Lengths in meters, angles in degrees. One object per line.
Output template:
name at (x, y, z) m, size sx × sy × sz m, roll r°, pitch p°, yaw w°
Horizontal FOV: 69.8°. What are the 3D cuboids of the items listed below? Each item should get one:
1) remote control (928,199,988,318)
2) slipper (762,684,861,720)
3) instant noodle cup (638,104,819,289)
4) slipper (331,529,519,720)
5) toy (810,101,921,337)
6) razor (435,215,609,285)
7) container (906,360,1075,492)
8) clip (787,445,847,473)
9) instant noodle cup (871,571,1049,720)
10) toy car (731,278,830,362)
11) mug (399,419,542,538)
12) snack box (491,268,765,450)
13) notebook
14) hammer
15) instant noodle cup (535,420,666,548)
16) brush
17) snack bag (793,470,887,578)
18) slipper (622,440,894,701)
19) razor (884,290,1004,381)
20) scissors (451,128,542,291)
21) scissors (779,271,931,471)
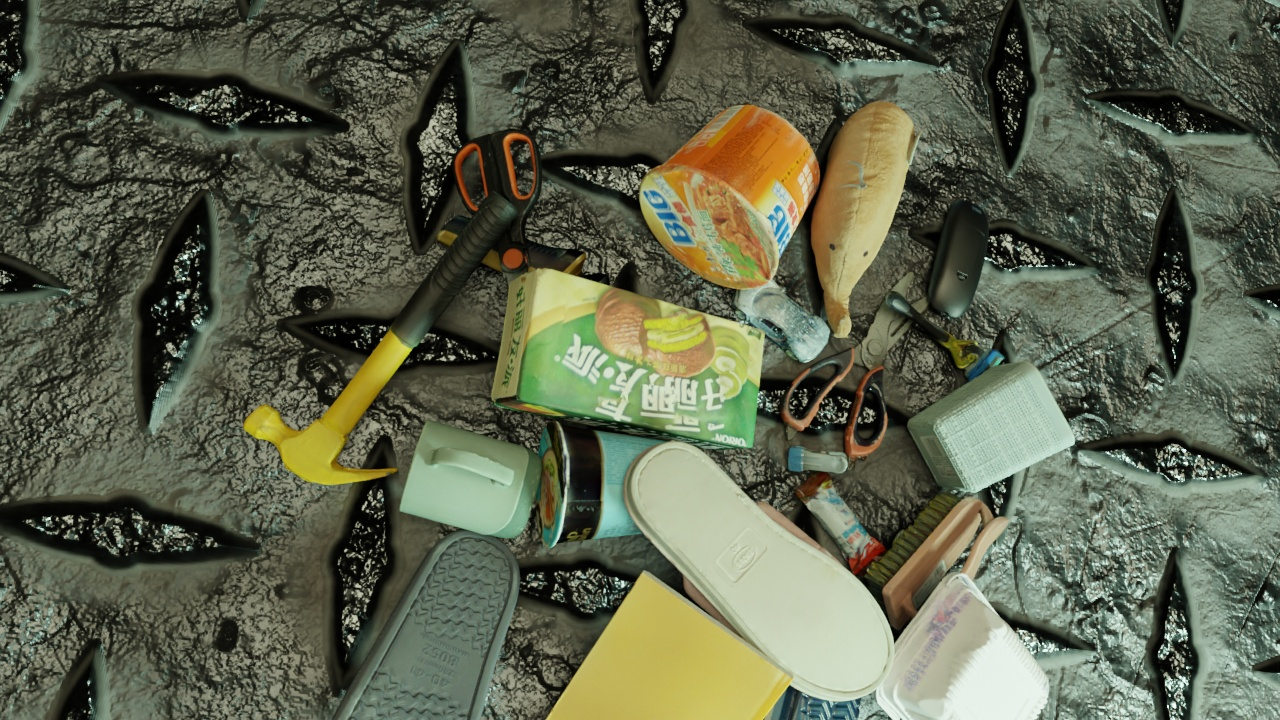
remote control at (0.333, -0.109, 0.949) m, size 0.053 × 0.024 × 0.136 m, roll 22°, pitch 71°, yaw -10°
slipper at (0.118, 0.330, 0.795) m, size 0.105 × 0.095 × 0.252 m, roll 50°, pitch 49°, yaw -35°
instant noodle cup at (0.090, -0.158, 0.862) m, size 0.151 × 0.152 × 0.111 m, roll 38°, pitch 66°, yaw -1°
slipper at (-0.183, 0.272, 0.764) m, size 0.110 × 0.084 × 0.267 m, roll 29°, pitch 57°, yaw -10°
toy at (0.204, -0.138, 0.876) m, size 0.082 × 0.143 × 0.225 m, roll 14°, pitch 75°, yaw 19°
razor at (-0.111, -0.090, 0.860) m, size 0.167 × 0.062 × 0.068 m, roll 23°, pitch 106°, yaw 0°
container at (0.330, 0.068, 0.880) m, size 0.111 × 0.090 × 0.090 m, roll -28°, pitch 88°, yaw -6°
clip at (0.170, 0.095, 0.881) m, size 0.057 × 0.028 × 0.024 m, roll 2°, pitch 100°, yaw 11°
instant noodle cup at (0.292, 0.286, 0.806) m, size 0.138 × 0.060 × 0.173 m, roll -50°, pitch 121°, yaw -12°
toy car at (0.138, -0.043, 0.902) m, size 0.105 × 0.031 × 0.048 m, roll 38°, pitch 73°, yaw 0°
mug at (-0.141, 0.100, 0.781) m, size 0.106 × 0.112 × 0.082 m, roll 18°, pitch 67°, yaw -8°
snack box at (-0.005, 0.005, 0.813) m, size 0.239 × 0.063 × 0.114 m, roll 14°, pitch 77°, yaw -28°
notebook at (0.010, 0.291, 0.754) m, size 0.146 × 0.010 × 0.206 m, roll 33°, pitch 107°, yaw 9°
hammer at (-0.207, -0.019, 0.802) m, size 0.129 × 0.033 × 0.300 m, roll 37°, pitch 89°, yaw -3°
instant noodle cup at (-0.024, 0.110, 0.811) m, size 0.120 × 0.111 × 0.111 m, roll 4°, pitch 78°, yaw -19°
brush at (0.278, 0.183, 0.854) m, size 0.145 × 0.073 × 0.063 m, roll -41°, pitch 131°, yaw -20°
snack bag at (0.192, 0.155, 0.874) m, size 0.048 × 0.026 × 0.104 m, roll -32°, pitch 87°, yaw -28°
slipper at (0.095, 0.176, 0.767) m, size 0.274 × 0.055 × 0.114 m, roll 41°, pitch 68°, yaw 0°
razor at (0.299, -0.027, 0.924) m, size 0.142 × 0.022 × 0.043 m, roll 34°, pitch 98°, yaw -13°
scissors at (-0.129, -0.098, 0.832) m, size 0.125 × 0.021 × 0.234 m, roll 5°, pitch 81°, yaw 12°
scissors at (0.228, 0.009, 0.916) m, size 0.197 × 0.015 × 0.214 m, roll -6°, pitch 79°, yaw -11°
